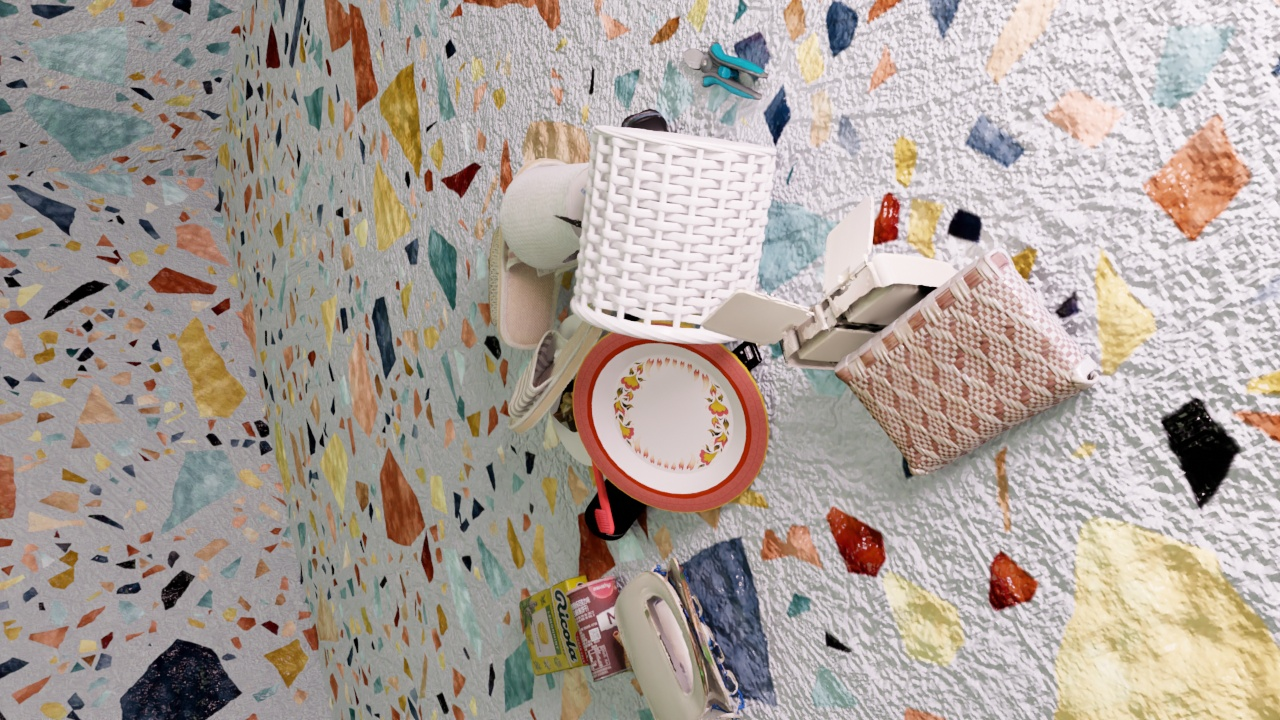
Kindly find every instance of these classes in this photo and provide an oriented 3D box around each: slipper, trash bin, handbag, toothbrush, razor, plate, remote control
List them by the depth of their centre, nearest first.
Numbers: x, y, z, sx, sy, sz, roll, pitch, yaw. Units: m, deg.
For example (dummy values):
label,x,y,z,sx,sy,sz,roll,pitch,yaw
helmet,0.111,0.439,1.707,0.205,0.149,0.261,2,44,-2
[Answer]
label,x,y,z,sx,sy,sz,roll,pitch,yaw
handbag,0.254,0.007,0.734,0.124,0.046,0.186,53,138,7
plate,0.032,0.062,1.014,0.230,0.021,0.230,9,114,21
remote control,0.089,0.019,1.023,0.140,0.009,0.030,-43,60,49
handbag,0.051,0.316,1.032,0.200,0.092,0.200,106,143,-55
razor,0.022,-0.223,1.056,0.064,0.053,0.140,84,165,-76
trash bin,-0.080,-0.180,1.123,0.161,0.133,0.133,6,99,59
toothbrush,-0.060,0.135,1.158,0.212,0.018,0.012,-106,34,-48
slipper,-0.116,0.007,1.217,0.274,0.054,0.114,-45,24,44
slipper,-0.134,-0.137,1.237,0.052,0.115,0.263,36,119,60
plate,-0.072,0.039,1.252,0.209,0.015,0.208,11,103,54

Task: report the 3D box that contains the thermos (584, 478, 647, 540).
label,x,y,z,sx,sy,sz,roll,pitch,yaw
thermos,0.001,0.136,1.121,0.061,0.061,0.232,62,139,30

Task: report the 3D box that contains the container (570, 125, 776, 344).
label,x,y,z,sx,sy,sz,roll,pitch,yaw
container,0.032,-0.131,0.928,0.189,0.189,0.187,27,115,51

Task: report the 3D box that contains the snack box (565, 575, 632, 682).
label,x,y,z,sx,sy,sz,roll,pitch,yaw
snack box,-0.047,0.354,1.213,0.072,0.072,0.121,-43,60,49

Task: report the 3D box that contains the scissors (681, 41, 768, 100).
label,x,y,z,sx,sy,sz,roll,pitch,yaw
scissors,0.088,-0.315,0.972,0.139,0.019,0.136,-38,61,52

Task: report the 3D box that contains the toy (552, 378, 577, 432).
label,x,y,z,sx,sy,sz,roll,pitch,yaw
toy,-0.069,0.047,1.187,0.100,0.062,0.076,-44,54,27

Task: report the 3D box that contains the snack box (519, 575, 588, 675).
label,x,y,z,sx,sy,sz,roll,pitch,yaw
snack box,-0.122,0.394,1.348,0.181,0.045,0.121,-35,65,51

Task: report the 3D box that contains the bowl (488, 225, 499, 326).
label,x,y,z,sx,sy,sz,roll,pitch,yaw
bowl,-0.180,-0.120,1.329,0.145,0.063,0.145,-179,91,-72

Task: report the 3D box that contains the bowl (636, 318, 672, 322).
label,x,y,z,sx,sy,sz,roll,pitch,yaw
bowl,-0.007,0.006,1.102,0.118,0.073,0.118,11,103,54

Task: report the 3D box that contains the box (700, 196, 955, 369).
label,x,y,z,sx,sy,sz,roll,pitch,yaw
box,0.151,-0.070,0.779,0.144,0.183,0.098,-43,52,46

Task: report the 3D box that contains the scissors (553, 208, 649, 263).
label,x,y,z,sx,sy,sz,roll,pitch,yaw
scissors,-0.013,-0.145,1.048,0.157,0.171,0.013,-60,12,-25
